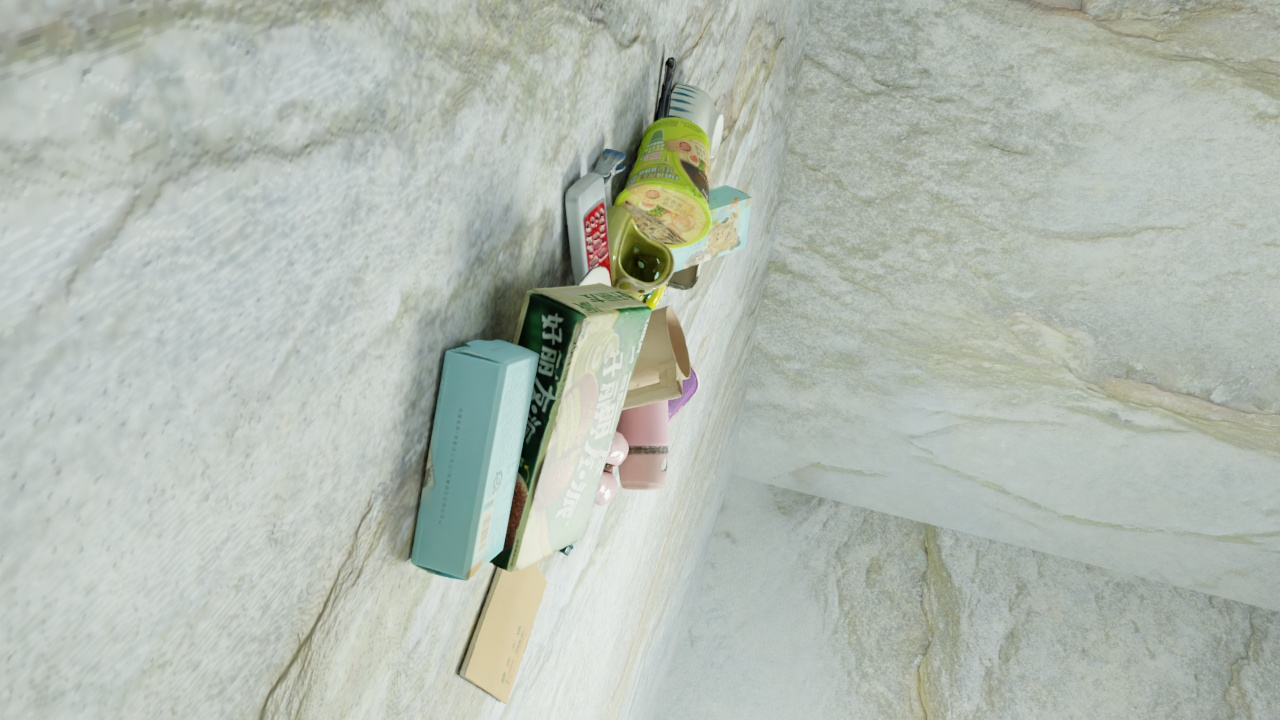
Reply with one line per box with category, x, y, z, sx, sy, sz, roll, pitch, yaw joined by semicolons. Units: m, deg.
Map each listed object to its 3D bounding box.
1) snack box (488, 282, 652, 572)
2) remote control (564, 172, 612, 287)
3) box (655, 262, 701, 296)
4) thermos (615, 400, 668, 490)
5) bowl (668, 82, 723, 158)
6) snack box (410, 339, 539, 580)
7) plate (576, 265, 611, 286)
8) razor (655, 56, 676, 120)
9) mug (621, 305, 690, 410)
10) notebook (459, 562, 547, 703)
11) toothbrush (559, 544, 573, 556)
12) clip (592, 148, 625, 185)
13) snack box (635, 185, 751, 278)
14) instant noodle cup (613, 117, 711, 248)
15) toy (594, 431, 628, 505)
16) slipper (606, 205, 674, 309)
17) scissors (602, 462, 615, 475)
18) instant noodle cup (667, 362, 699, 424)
snack box;-0.073;0.055;0.795;0.114;0.063;0.240;-12;122;-60
remote control;-0.049;-0.114;0.904;0.055;0.020;0.136;-50;145;-47
box;0.039;-0.164;1.232;0.087;0.076;0.163;-39;143;-51
thermos;0.006;0.060;1.136;0.087;0.067;0.198;6;80;-67
bowl;0.071;-0.303;1.216;0.116;0.066;0.116;14;89;-78
snack box;-0.127;0.074;0.707;0.074;0.052;0.175;-31;134;-76
plate;-0.073;0.003;0.884;0.163;0.034;0.164;-58;155;-32
razor;0.029;-0.299;1.128;0.042;0.022;0.143;-113;-155;-62
mug;-0.006;0.006;1.004;0.124;0.104;0.084;-88;158;-47
notebook;-0.141;0.281;0.985;0.208;0.008;0.147;81;24;-62
toothbrush;-0.100;0.203;1.085;0.018;0.016;0.192;-62;164;-20
clip;-0.035;-0.195;0.931;0.058;0.026;0.038;-60;167;-46
snack box;0.064;-0.166;1.173;0.174;0.051;0.074;-23;132;-36
instant noodle cup;0.033;-0.212;1.061;0.112;0.112;0.123;84;14;-58
toy;-0.063;0.115;1.014;0.159;0.054;0.121;30;75;-61
slipper;-0.005;-0.100;1.044;0.191;0.082;0.091;73;34;-64
scissors;-0.037;0.117;1.233;0.185;0.015;0.209;-68;172;-61
instant noodle cup;0.010;0.046;1.233;0.099;0.111;0.112;-58;160;-34
